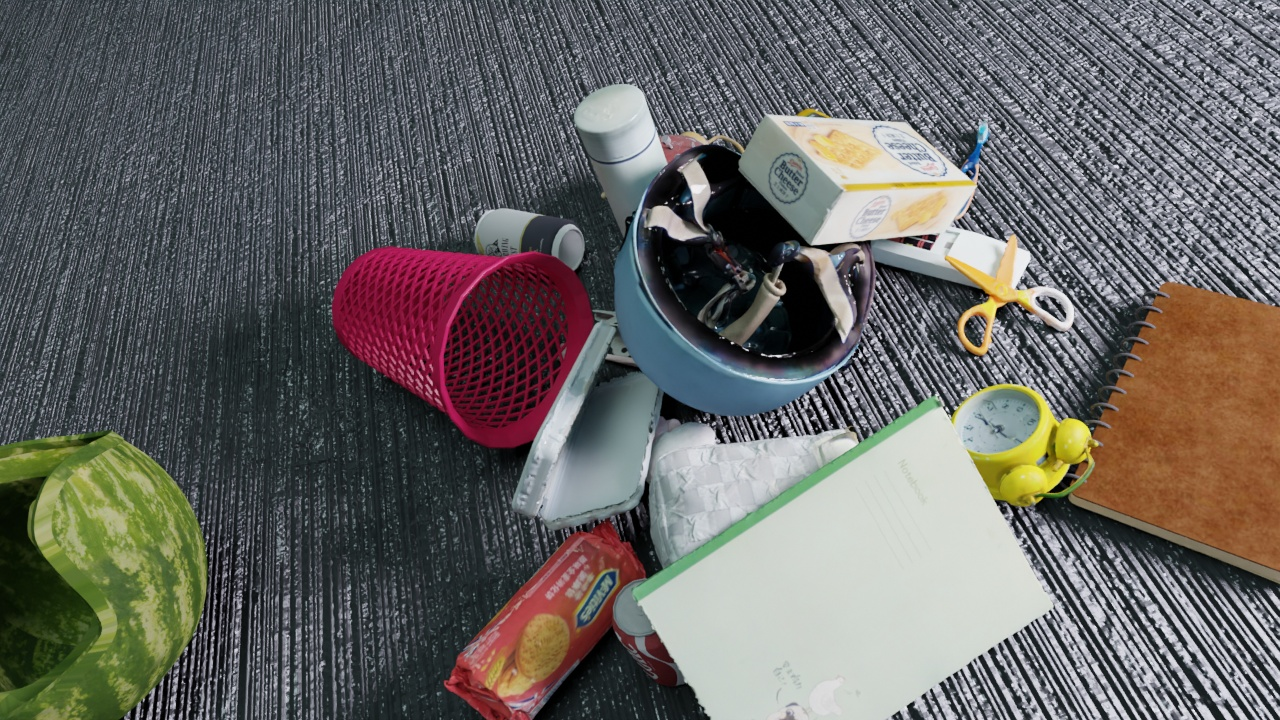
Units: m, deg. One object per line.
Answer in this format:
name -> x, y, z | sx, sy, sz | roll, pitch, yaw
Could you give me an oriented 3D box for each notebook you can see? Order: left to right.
notebook -> 0.144, 0.165, 0.638 | 0.252, 0.182, 0.010 | -31, 7, -5
notebook -> 0.441, 0.043, 0.700 | 0.167, 0.024, 0.225 | 21, 63, 31

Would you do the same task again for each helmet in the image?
helmet -> -0.494, 0.193, 0.790 | 0.213, 0.247, 0.243 | -8, 8, 7
helmet -> 0.079, -0.051, 0.799 | 0.225, 0.167, 0.264 | 30, 43, -1

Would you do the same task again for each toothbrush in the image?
toothbrush -> -0.005, 0.005, 0.903 | 0.181, 0.016, 0.018 | 10, 64, 27
toothbrush -> 0.335, -0.194, 0.932 | 0.022, 0.017, 0.134 | 10, 57, 29

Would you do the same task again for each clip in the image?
clip -> -0.013, -0.035, 0.930 | 0.102, 0.038, 0.054 | 5, 43, 25

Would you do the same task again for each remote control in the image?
remote control -> 0.289, -0.105, 0.873 | 0.143, 0.024, 0.049 | 21, 63, 32

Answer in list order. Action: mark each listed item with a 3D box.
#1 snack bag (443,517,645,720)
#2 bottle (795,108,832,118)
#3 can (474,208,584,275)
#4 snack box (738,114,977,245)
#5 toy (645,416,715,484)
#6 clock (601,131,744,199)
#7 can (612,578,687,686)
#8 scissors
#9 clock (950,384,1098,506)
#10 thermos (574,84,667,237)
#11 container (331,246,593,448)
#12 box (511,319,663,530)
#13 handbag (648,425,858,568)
snack bag -> -0.069, 0.209, 0.728 | 0.082, 0.082, 0.176 | 31, 68, 36
bottle -> 0.234, -0.207, 0.955 | 0.053, 0.053, 0.186 | -40, 51, -13
can -> -0.129, -0.133, 1.025 | 0.127, 0.064, 0.064 | 14, 60, 29
snack box -> 0.196, -0.161, 0.811 | 0.207, 0.058, 0.104 | -10, 52, -40
toy -> 0.038, 0.086, 0.809 | 0.125, 0.037, 0.075 | 29, 71, 42
clock -> 0.041, -0.201, 1.004 | 0.158, 0.081, 0.117 | -34, 49, -7
can -> 0.014, 0.203, 0.685 | 0.054, 0.097, 0.054 | -10, 50, 13
scissors -> 0.328, -0.058, 0.818 | 0.129, 0.011, 0.125 | 13, 71, 19
clock -> 0.291, 0.068, 0.701 | 0.083, 0.057, 0.119 | -41, 34, -4
thermos -> 0.004, -0.154, 0.882 | 0.068, 0.230, 0.067 | -10, 50, 12
container -> -0.191, -0.033, 0.910 | 0.226, 0.183, 0.182 | 17, 61, 39
box -> -0.028, 0.066, 0.806 | 0.110, 0.108, 0.215 | 26, 35, -2
handbag -> 0.088, 0.119, 0.698 | 0.171, 0.124, 0.112 | -3, 63, -13
